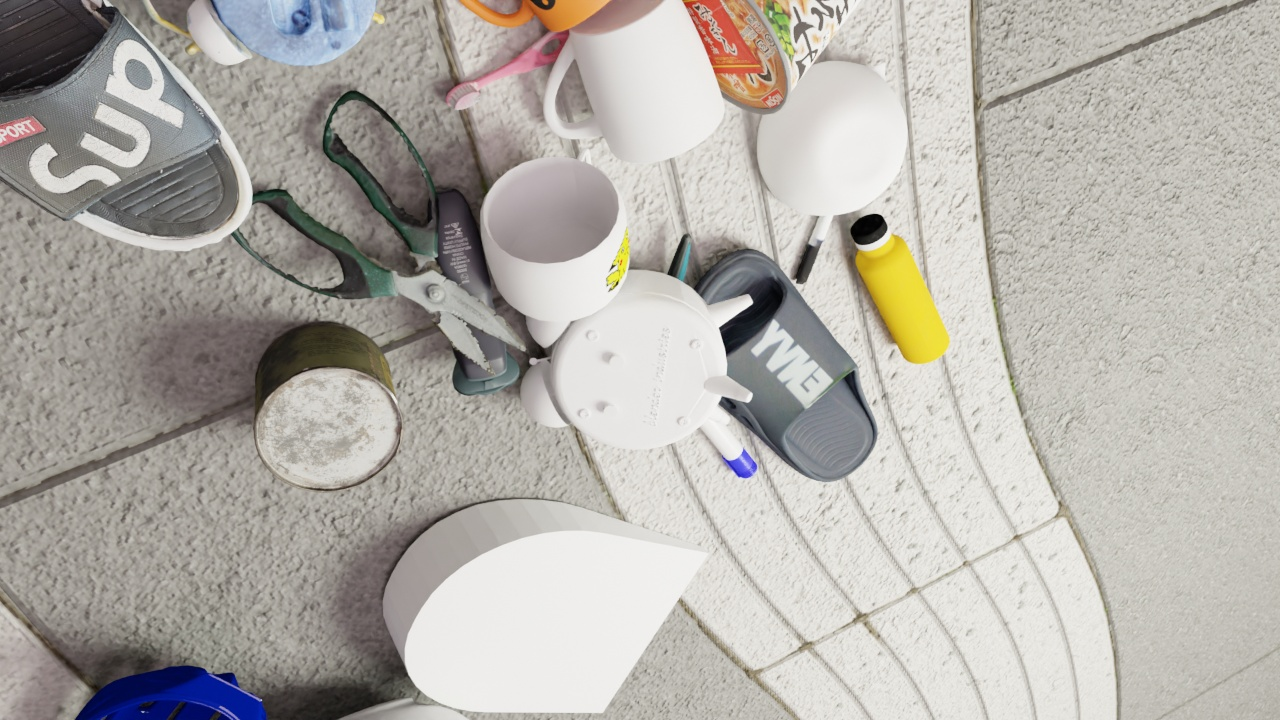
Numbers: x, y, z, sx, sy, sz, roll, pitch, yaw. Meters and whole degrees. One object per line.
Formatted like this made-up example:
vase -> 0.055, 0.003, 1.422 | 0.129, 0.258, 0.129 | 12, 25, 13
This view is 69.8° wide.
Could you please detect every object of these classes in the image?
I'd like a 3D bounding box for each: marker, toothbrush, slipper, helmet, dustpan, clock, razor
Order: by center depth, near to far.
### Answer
slipper -> -0.313, -0.159, 0.472 | 0.111, 0.063, 0.264 | -30, 120, -6
clock -> -0.205, -0.208, 0.498 | 0.125, 0.052, 0.089 | -10, 119, -19
toothbrush -> -0.065, -0.197, 0.587 | 0.135, 0.016, 0.022 | -32, 137, -5
helmet -> -0.340, 0.318, 0.605 | 0.147, 0.227, 0.242 | 36, 98, -16
razor -> -0.118, -0.045, 0.624 | 0.047, 0.052, 0.143 | -13, 115, -11
clock -> -0.004, 0.004, 0.660 | 0.161, 0.072, 0.125 | 5, 118, -6
marker -> 0.152, -0.130, 0.720 | 0.011, 0.011, 0.152 | 9, 111, -27
slipper -> 0.127, 0.027, 0.749 | 0.111, 0.083, 0.268 | -41, 125, 2
marker -> 0.057, 0.052, 0.767 | 0.020, 0.020, 0.141 | -40, 124, -1
dustpan -> -0.089, 0.208, 0.784 | 0.257, 0.053, 0.192 | 21, 106, -42

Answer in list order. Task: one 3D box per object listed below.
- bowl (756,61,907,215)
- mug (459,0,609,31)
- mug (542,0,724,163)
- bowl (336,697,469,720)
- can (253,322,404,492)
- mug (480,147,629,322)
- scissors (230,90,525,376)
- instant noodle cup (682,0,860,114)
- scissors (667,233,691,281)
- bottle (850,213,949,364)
bowl -> 0.147, -0.157, 0.670 | 0.114, 0.050, 0.115 | -6, 114, -13
mug -> -0.068, -0.246, 0.534 | 0.113, 0.077, 0.096 | -25, 129, 27
mug -> -0.014, -0.180, 0.581 | 0.114, 0.080, 0.088 | -13, 134, 15
bowl -> -0.215, 0.314, 0.728 | 0.176, 0.066, 0.177 | -20, 162, -7
can -> -0.207, 0.030, 0.607 | 0.089, 0.074, 0.090 | -9, 118, -18
mug -> -0.051, -0.087, 0.604 | 0.094, 0.115, 0.068 | 14, 152, 10
scissors -> -0.141, -0.079, 0.586 | 0.209, 0.015, 0.137 | 31, 95, -16
instant noodle cup -> 0.088, -0.244, 0.577 | 0.121, 0.124, 0.123 | -45, 124, -8
scissors -> 0.001, -0.037, 0.695 | 0.155, 0.019, 0.126 | -41, 119, 9
bottle -> 0.214, -0.060, 0.763 | 0.043, 0.043, 0.144 | -38, 124, -2
